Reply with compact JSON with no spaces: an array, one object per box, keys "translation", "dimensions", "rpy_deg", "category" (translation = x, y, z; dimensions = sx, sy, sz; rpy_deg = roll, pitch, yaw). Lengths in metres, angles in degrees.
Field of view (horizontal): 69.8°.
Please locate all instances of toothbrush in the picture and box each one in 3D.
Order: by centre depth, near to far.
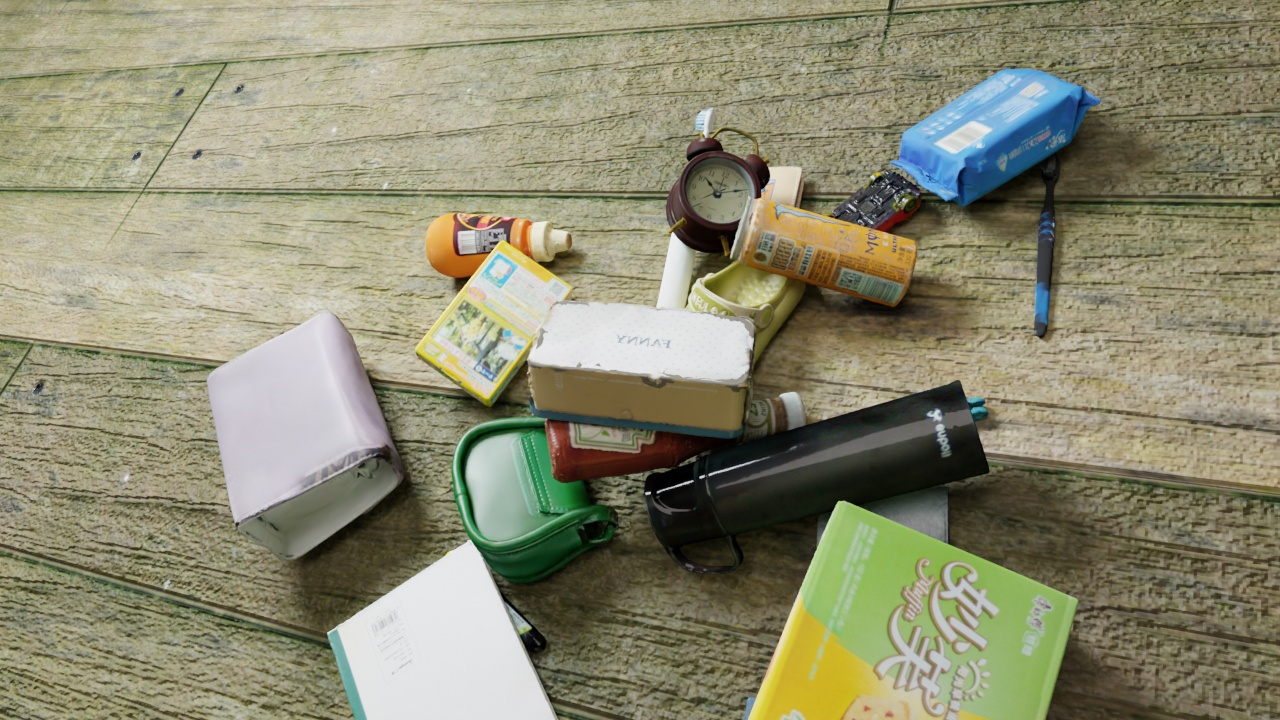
[{"translation":[0.335,-0.102,0.759],"dimensions":[0.014,0.016,0.189],"rpy_deg":[-1,60,31],"category":"toothbrush"},{"translation":[0.047,-0.142,0.869],"dimensions":[0.026,0.026,0.220],"rpy_deg":[3,72,28],"category":"toothbrush"}]

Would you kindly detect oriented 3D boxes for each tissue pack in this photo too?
[{"translation":[0.307,-0.196,0.798],"dimensions":[0.157,0.052,0.095],"rpy_deg":[-32,36,1],"category":"tissue pack"}]

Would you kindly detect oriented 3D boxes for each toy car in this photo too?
[{"translation":[0.199,-0.126,0.819],"dimensions":[0.106,0.031,0.049],"rpy_deg":[-37,53,-6],"category":"toy car"}]

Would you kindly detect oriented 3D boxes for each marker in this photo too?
[{"translation":[-0.121,0.198,0.758],"dimensions":[0.124,0.015,0.018],"rpy_deg":[35,81,32],"category":"marker"}]

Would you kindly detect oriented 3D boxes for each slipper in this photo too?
[{"translation":[0.065,-0.037,0.790],"dimensions":[0.092,0.081,0.190],"rpy_deg":[31,72,36],"category":"slipper"}]

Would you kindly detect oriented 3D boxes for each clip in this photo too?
[{"translation":[0.099,0.252,0.630],"dimensions":[0.058,0.045,0.027],"rpy_deg":[13,62,18],"category":"clip"},{"translation":[0.240,0.041,0.709],"dimensions":[0.056,0.013,0.039],"rpy_deg":[-11,57,17],"category":"clip"}]

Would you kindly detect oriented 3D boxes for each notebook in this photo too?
[{"translation":[-0.154,0.264,0.718],"dimensions":[0.150,0.012,0.209],"rpy_deg":[-33,58,1],"category":"notebook"}]

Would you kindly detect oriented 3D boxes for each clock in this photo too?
[{"translation":[0.071,-0.155,0.832],"dimensions":[0.082,0.055,0.121],"rpy_deg":[22,76,-1],"category":"clock"}]

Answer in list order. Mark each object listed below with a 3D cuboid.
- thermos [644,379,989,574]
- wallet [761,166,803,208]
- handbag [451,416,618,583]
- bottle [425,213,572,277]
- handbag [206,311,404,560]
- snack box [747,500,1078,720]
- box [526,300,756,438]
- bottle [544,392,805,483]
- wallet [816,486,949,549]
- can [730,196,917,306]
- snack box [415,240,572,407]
[{"translation":[0.128,0.092,0.678],"dimensions":[0.243,0.068,0.090],"rpy_deg":[-19,88,18],"category":"thermos"},{"translation":[0.097,-0.152,0.885],"dimensions":[0.115,0.024,0.087],"rpy_deg":[3,66,25],"category":"wallet"},{"translation":[-0.090,0.108,0.766],"dimensions":[0.120,0.068,0.131],"rpy_deg":[-22,52,-3],"category":"handbag"},{"translation":[-0.142,-0.120,0.941],"dimensions":[0.150,0.067,0.066],"rpy_deg":[-1,59,14],"category":"bottle"},{"translation":[-0.314,0.067,0.867],"dimensions":[0.145,0.098,0.197],"rpy_deg":[-34,52,1],"category":"handbag"},{"translation":[0.158,0.215,0.571],"dimensions":[0.158,0.070,0.209],"rpy_deg":[22,70,14],"category":"snack box"},{"translation":[-0.004,0.004,0.702],"dimensions":[0.184,0.060,0.089],"rpy_deg":[6,42,11],"category":"box"},{"translation":[0.029,0.056,0.732],"dimensions":[0.206,0.060,0.059],"rpy_deg":[-8,55,-6],"category":"bottle"},{"translation":[0.175,0.148,0.666],"dimensions":[0.097,0.019,0.120],"rpy_deg":[-4,59,23],"category":"wallet"},{"translation":[0.152,-0.091,0.767],"dimensions":[0.146,0.058,0.058],"rpy_deg":[16,64,2],"category":"can"},{"translation":[-0.139,-0.036,0.879],"dimensions":[0.087,0.034,0.140],"rpy_deg":[34,72,5],"category":"snack box"}]
